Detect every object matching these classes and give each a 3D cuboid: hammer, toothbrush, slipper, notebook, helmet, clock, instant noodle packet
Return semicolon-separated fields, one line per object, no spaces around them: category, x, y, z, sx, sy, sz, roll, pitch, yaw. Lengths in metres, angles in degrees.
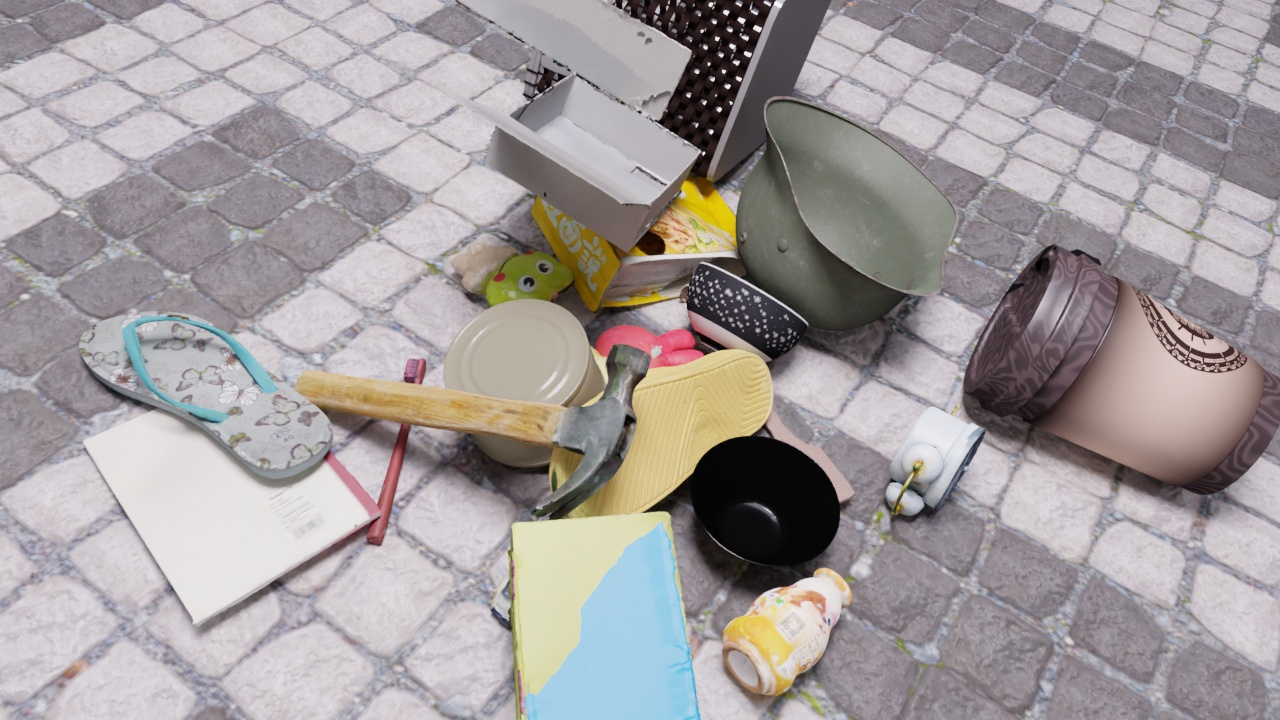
hammer;-0.153;0.040;0.720;0.331;0.033;0.132;6;72;30
toothbrush;-0.208;0.071;0.783;0.016;0.016;0.189;4;49;-1
slipper;-0.364;0.007;0.771;0.269;0.055;0.098;26;45;19
notebook;-0.328;0.095;0.734;0.152;0.012;0.209;-31;56;-31
slipper;0.011;0.054;0.779;0.079;0.099;0.262;1;17;46
helmet;0.187;-0.124;0.925;0.226;0.154;0.267;12;39;-26
clock;0.254;0.092;0.803;0.057;0.083;0.117;32;48;24
instant noodle packet;0.020;-0.145;0.982;0.221;0.084;0.163;-10;52;-33

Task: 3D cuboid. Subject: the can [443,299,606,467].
can;-0.097;0.018;0.785;0.128;0.073;0.127;-5;57;7

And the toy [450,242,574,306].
toy;-0.131;-0.085;0.915;0.118;0.043;0.092;26;51;15

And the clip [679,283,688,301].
clip;0.073;-0.061;0.943;0.061;0.025;0.045;-6;51;-20

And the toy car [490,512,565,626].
toy car;-0.076;0.161;0.717;0.048;0.033;0.105;22;48;11

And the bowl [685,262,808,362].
bowl;0.092;-0.035;0.880;0.120;0.120;0.066;31;91;16

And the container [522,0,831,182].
container;0.052;-0.381;1.056;0.244;0.248;0.244;31;39;11

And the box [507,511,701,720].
box;-0.026;0.221;0.624;0.124;0.079;0.220;-4;63;-12

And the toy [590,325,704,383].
toy;-0.005;0.005;0.856;0.135;0.045;0.091;-20;57;-18

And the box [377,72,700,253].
box;-0.071;-0.166;0.792;0.166;0.108;0.417;32;25;2

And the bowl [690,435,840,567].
bowl;0.098;0.128;0.762;0.124;0.053;0.123;5;49;-6

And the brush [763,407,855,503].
brush;0.138;0.084;0.837;0.049;0.015;0.135;-16;48;-21

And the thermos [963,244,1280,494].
thermos;0.447;0.015;0.857;0.226;0.173;0.172;29;50;6

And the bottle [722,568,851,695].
bottle;0.114;0.202;0.695;0.108;0.063;0.063;-29;60;-31
